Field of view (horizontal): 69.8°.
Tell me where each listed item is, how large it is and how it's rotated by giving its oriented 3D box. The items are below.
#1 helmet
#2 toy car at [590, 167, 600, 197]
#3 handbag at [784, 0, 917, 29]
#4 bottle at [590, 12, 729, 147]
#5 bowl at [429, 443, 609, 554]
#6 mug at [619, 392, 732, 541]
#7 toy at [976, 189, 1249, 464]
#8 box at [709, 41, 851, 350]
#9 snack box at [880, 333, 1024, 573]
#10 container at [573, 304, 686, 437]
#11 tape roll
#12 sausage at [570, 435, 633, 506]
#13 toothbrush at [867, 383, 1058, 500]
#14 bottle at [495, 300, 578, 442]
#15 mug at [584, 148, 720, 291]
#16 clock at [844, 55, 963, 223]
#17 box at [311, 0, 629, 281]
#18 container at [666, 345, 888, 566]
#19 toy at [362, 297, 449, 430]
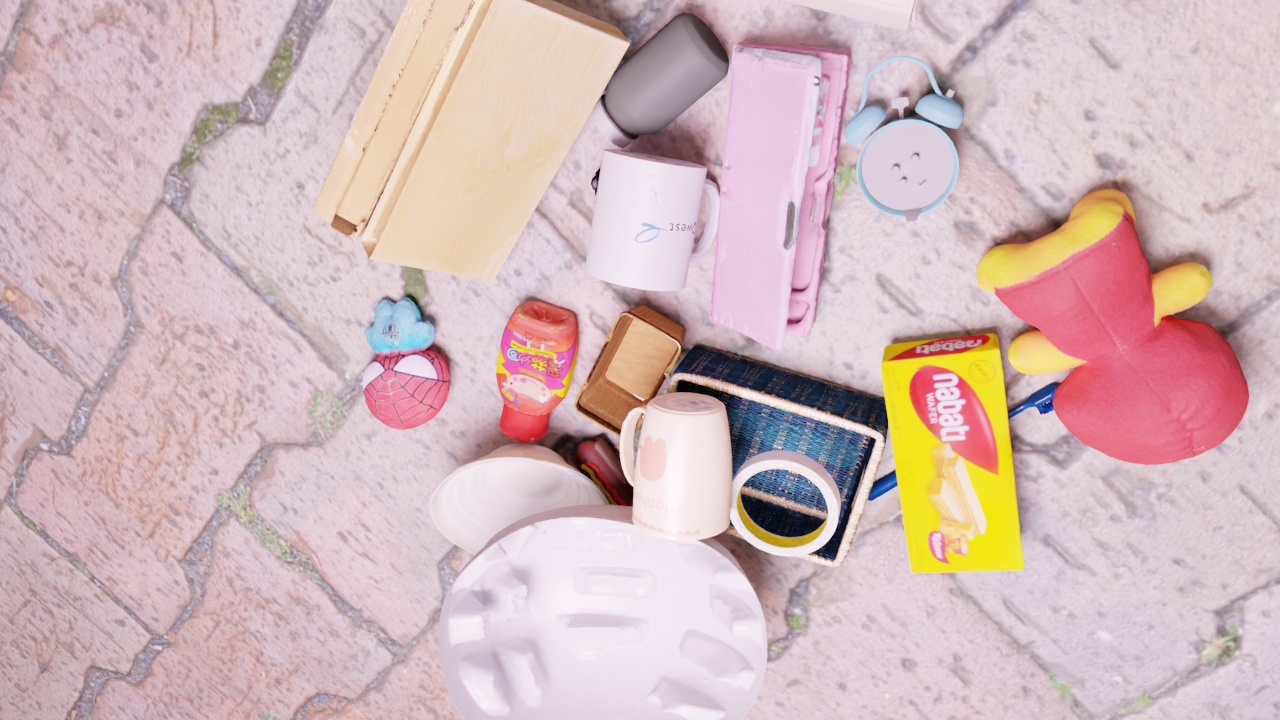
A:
[{"bbox_3d":[-0.026,0.234,0.821,0.283,0.183,0.224,-4,105,23],"label":"helmet"},{"bbox_3d":[-0.022,-0.127,0.790,0.036,0.042,0.092,-5,114,-6],"label":"toy car"},{"bbox_3d":[0.130,-0.348,0.619,0.195,0.101,0.198,18,105,10],"label":"handbag"},{"bbox_3d":[0.014,-0.218,0.725,0.109,0.060,0.060,-34,99,28],"label":"bottle"},{"bbox_3d":[-0.115,0.130,0.906,0.177,0.057,0.177,1,136,0],"label":"bowl"},{"bbox_3d":[0.025,0.080,0.766,0.112,0.085,0.104,17,111,44],"label":"mug"},{"bbox_3d":[0.355,-0.011,0.684,0.148,0.098,0.216,-33,95,35],"label":"toy"},{"bbox_3d":[0.102,-0.125,0.725,0.099,0.080,0.233,11,116,13],"label":"box"},{"bbox_3d":[0.261,0.081,0.764,0.092,0.042,0.201,-6,108,21],"label":"snack box"},{"bbox_3d":[-0.005,0.005,0.829,0.063,0.061,0.114,30,119,4],"label":"container"},{"bbox_3d":[0.121,0.122,0.778,0.094,0.019,0.094,7,115,16],"label":"tape roll"},{"bbox_3d":[-0.010,0.141,0.903,0.040,0.040,0.155,-33,99,28],"label":"sausage"},{"bbox_3d":[0.275,0.075,0.791,0.190,0.016,0.017,-36,104,28],"label":"toothbrush"},{"bbox_3d":[-0.102,0.014,0.873,0.071,0.048,0.134,19,118,8],"label":"bottle"},{"bbox_3d":[0.018,-0.114,0.745,0.083,0.119,0.096,29,114,47],"label":"mug"},{"bbox_3d":[0.200,-0.167,0.695,0.087,0.041,0.123,-5,112,21],"label":"clock"},{"bbox_3d":[-0.150,-0.199,0.740,0.179,0.141,0.249,41,121,9],"label":"box"},{"bbox_3d":[0.111,0.083,0.818,0.187,0.071,0.145,17,117,11],"label":"container"},{"bbox_3d":[-0.235,0.004,0.910,0.092,0.062,0.133,-5,99,13],"label":"toy"}]
